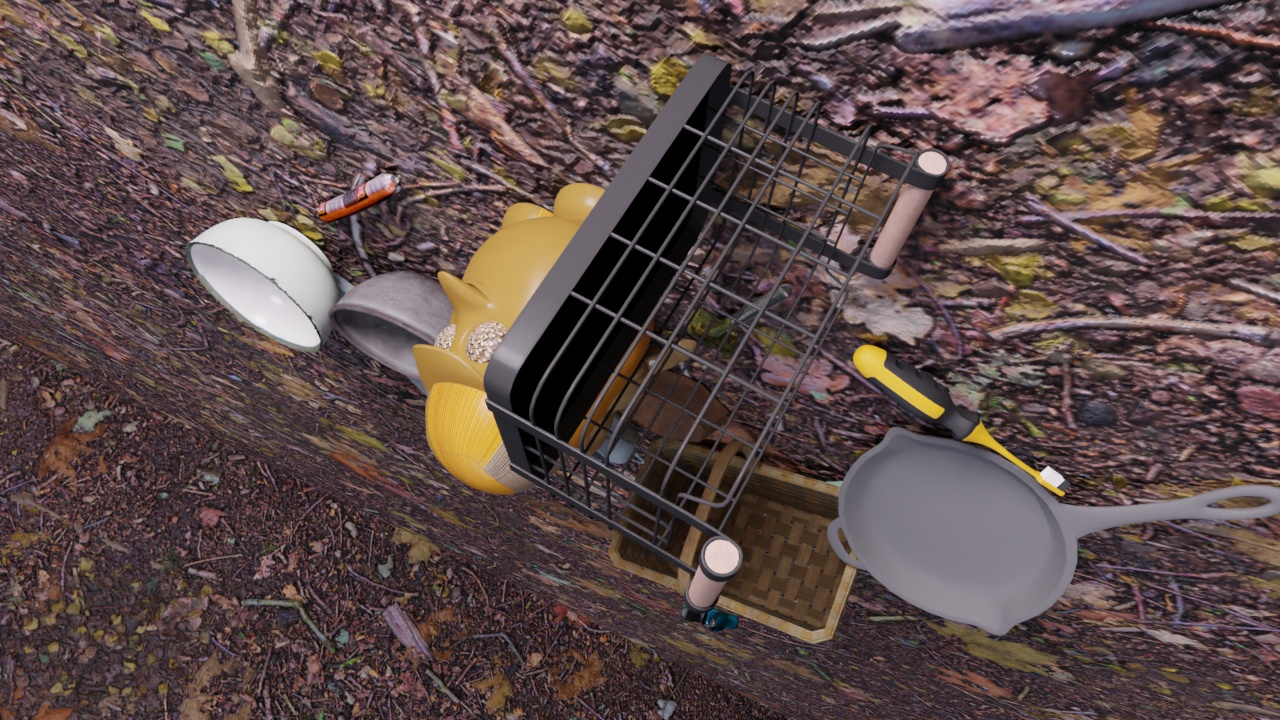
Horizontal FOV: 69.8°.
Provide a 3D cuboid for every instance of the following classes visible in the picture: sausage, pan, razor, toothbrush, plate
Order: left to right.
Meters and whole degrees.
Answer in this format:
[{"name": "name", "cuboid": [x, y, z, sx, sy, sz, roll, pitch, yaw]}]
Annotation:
[{"name": "sausage", "cuboid": [-0.232, -0.131, 0.751, 0.020, 0.020, 0.156, 38, 154, -32]}, {"name": "plate", "cuboid": [0.020, 0.044, 0.887, 0.131, 0.025, 0.131, 20, 158, 8]}, {"name": "razor", "cuboid": [0.076, -0.034, 0.664, 0.042, 0.026, 0.106, 32, 153, -15]}, {"name": "toothbrush", "cuboid": [0.233, 0.046, 0.664, 0.196, 0.031, 0.031, 33, 114, -11]}, {"name": "pan", "cuboid": [0.308, 0.127, 0.733, 0.356, 0.024, 0.216, -17, 109, 42]}]

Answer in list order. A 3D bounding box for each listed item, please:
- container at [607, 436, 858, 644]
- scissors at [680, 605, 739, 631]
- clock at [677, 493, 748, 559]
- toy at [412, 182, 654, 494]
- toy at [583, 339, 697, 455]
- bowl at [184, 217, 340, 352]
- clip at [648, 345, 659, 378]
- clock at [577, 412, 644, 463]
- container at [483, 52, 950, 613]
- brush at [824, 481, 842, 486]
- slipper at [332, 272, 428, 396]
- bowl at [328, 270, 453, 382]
[{"name": "container", "cuboid": [0.094, 0.170, 0.914, 0.250, 0.157, 0.186, 14, 165, 29]}, {"name": "scissors", "cuboid": [0.072, 0.246, 0.870, 0.129, 0.019, 0.138, 25, 171, -27]}, {"name": "clock", "cuboid": [0.073, 0.213, 1.157, 0.121, 0.072, 0.158, 8, 154, 34]}, {"name": "toy", "cuboid": [-0.080, -0.009, 0.632, 0.162, 0.203, 0.199, 38, 154, -31]}, {"name": "toy", "cuboid": [-0.038, -0.004, 0.763, 0.108, 0.134, 0.105, 47, -173, 14]}, {"name": "bowl", "cuboid": [-0.357, -0.083, 0.899, 0.153, 0.072, 0.154, 24, 152, 13]}, {"name": "clip", "cuboid": [-0.007, 0.003, 0.811, 0.039, 0.053, 0.047, 37, -175, -33]}, {"name": "clock", "cuboid": [-0.062, 0.062, 0.947, 0.159, 0.045, 0.123, 35, 168, -9]}, {"name": "container", "cuboid": [0.039, -0.014, 0.473, 0.130, 0.240, 0.163, 28, 159, 10]}, {"name": "brush", "cuboid": [0.267, 0.131, 0.862, 0.218, 0.012, 0.033, -1, 148, 44]}, {"name": "slipper", "cuboid": [-0.236, -0.013, 0.999, 0.269, 0.054, 0.098, 42, 151, -15]}, {"name": "bowl", "cuboid": [-0.218, -0.038, 0.884, 0.145, 0.067, 0.145, 20, 158, 9]}]
